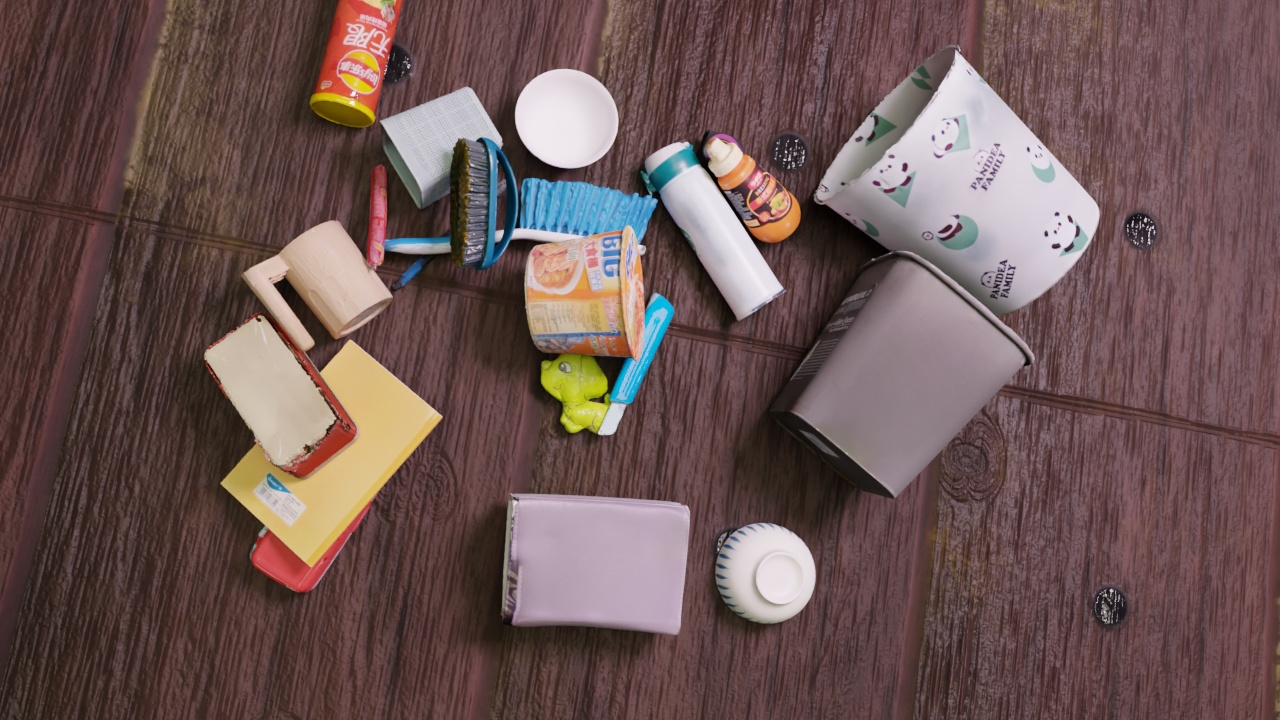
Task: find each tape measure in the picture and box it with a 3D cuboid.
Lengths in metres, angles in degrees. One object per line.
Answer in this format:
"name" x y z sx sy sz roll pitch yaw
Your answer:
"tape measure" 0.097 -0.248 1.126 0.057 0.039 0.057 13 75 -15

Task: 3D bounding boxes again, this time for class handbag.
"handbag" -0.051 0.223 1.015 0.197 0.098 0.145 5 81 -10

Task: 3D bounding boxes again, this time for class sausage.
"sausage" -0.295 -0.163 1.032 0.020 0.020 0.155 -1 59 -10

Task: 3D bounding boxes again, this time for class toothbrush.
"toothbrush" -0.220 -0.148 1.071 0.014 0.016 0.189 46 79 -6

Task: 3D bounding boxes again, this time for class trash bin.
"trash bin" 0.376 -0.197 1.083 0.252 0.230 0.229 39 78 -9
"trash bin" 0.281 0.022 1.056 0.198 0.199 0.219 41 85 -2

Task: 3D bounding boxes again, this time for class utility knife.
"utility knife" -0.006 0.006 1.078 0.034 0.018 0.185 27 72 -10

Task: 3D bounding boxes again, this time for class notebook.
"notebook" -0.332 0.096 0.986 0.146 0.010 0.206 37 80 15

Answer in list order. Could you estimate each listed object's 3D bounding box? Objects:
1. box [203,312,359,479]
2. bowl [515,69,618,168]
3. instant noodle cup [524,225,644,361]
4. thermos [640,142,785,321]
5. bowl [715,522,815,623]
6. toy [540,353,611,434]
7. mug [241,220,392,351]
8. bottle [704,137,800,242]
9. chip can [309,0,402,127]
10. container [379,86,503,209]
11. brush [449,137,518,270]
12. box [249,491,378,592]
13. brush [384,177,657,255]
"box" -0.382 0.035 0.964 0.091 0.077 0.168 -39 72 -8
"bowl" -0.089 -0.274 1.083 0.118 0.065 0.118 1 82 -9
"instant noodle cup" -0.060 -0.071 1.022 0.111 0.151 0.151 -2 83 8
"thermos" 0.083 -0.157 1.100 0.073 0.073 0.224 -33 89 -12
"bowl" 0.151 0.248 1.062 0.116 0.066 0.116 1 83 -10
"toy" -0.070 0.035 1.067 0.096 0.031 0.100 4 85 -17
"mug" -0.348 -0.078 0.997 0.124 0.084 0.103 -39 93 -39
"bottle" 0.128 -0.207 1.090 0.149 0.067 0.066 43 77 -28
"chip can" -0.317 -0.381 1.053 0.073 0.073 0.216 13 81 -8
"container" -0.225 -0.245 1.046 0.111 0.090 0.090 -31 90 -15
"brush" -0.170 -0.170 1.004 0.073 0.055 0.144 -3 105 -32
"box" -0.342 0.151 1.006 0.087 0.047 0.201 32 79 -2
"brush" -0.138 -0.159 1.061 0.314 0.060 0.109 7 94 -12
